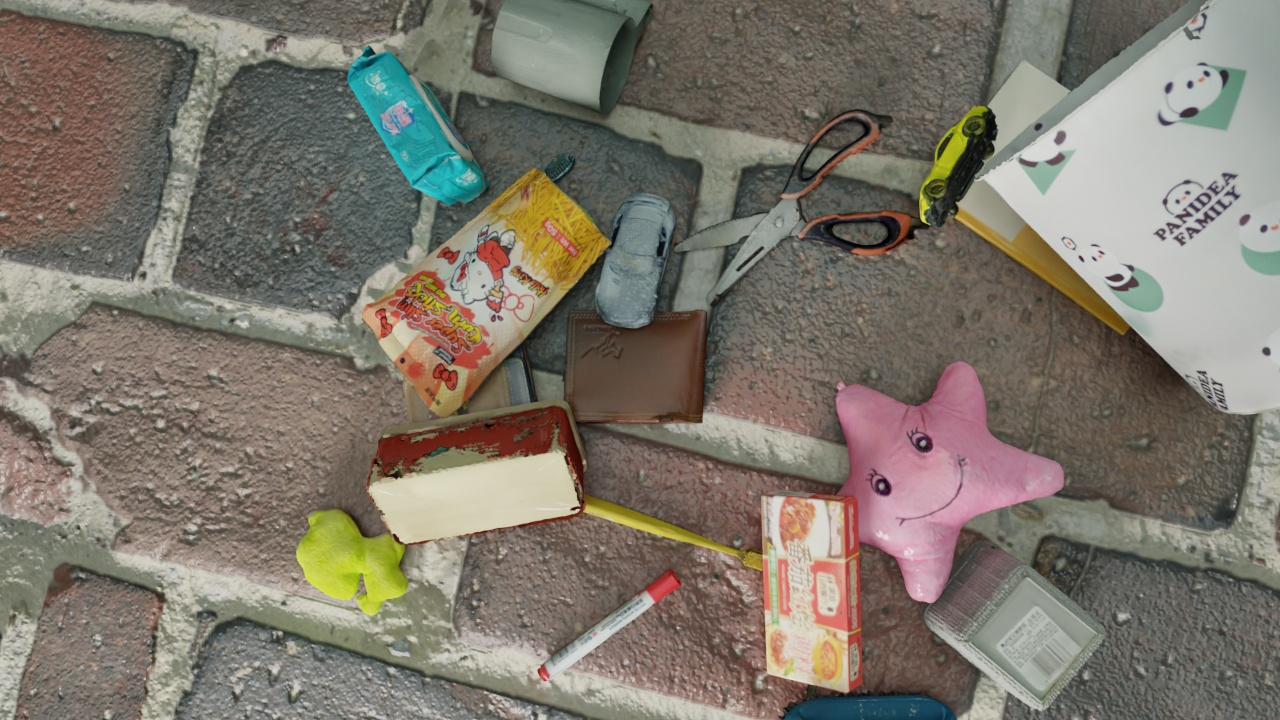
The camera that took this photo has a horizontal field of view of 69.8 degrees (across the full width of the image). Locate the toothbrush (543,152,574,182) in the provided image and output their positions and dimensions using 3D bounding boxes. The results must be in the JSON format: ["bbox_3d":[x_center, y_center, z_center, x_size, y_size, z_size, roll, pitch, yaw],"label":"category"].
[{"bbox_3d":[-0.133,-0.121,0.823,0.191,0.018,0.016,-41,68,1],"label":"toothbrush"}]

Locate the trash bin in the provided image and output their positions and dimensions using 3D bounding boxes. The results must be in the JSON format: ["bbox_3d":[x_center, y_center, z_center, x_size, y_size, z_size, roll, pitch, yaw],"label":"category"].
[{"bbox_3d":[0.417,-0.115,0.659,0.229,0.229,0.252,-40,88,2],"label":"trash bin"}]

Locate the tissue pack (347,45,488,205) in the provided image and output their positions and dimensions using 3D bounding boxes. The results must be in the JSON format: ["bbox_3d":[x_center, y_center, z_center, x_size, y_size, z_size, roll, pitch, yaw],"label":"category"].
[{"bbox_3d":[-0.192,-0.202,0.798,0.050,0.093,0.133,-33,84,7],"label":"tissue pack"}]

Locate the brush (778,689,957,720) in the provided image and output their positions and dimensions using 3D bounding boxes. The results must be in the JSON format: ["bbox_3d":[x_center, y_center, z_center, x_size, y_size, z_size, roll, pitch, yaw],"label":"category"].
[{"bbox_3d":[0.183,0.295,0.727,0.144,0.073,0.055,0,83,-3],"label":"brush"}]

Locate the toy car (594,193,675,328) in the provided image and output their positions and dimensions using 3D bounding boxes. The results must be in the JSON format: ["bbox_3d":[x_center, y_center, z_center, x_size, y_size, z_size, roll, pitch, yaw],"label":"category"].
[{"bbox_3d":[-0.004,-0.087,0.789,0.054,0.037,0.120,11,73,7],"label":"toy car"}]

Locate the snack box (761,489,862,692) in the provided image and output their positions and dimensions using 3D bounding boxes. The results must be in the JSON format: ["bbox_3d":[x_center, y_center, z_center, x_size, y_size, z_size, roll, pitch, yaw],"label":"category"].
[{"bbox_3d":[0.138,0.184,0.742,0.075,0.025,0.153,0,94,39],"label":"snack box"}]

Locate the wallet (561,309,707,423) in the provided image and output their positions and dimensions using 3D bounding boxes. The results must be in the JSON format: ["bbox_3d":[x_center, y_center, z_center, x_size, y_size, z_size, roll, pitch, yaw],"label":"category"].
[{"bbox_3d":[-0.005,0.005,0.795,0.124,0.032,0.101,0,83,5],"label":"wallet"}]

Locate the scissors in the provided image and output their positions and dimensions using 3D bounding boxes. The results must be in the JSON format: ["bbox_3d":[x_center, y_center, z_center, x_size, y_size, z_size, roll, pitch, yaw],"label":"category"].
[{"bbox_3d":[0.142,-0.130,0.796,0.226,0.015,0.189,9,87,6],"label":"scissors"}]

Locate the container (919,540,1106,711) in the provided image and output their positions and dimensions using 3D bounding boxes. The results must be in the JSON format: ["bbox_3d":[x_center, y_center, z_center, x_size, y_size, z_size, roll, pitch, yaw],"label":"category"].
[{"bbox_3d":[0.285,0.202,0.707,0.090,0.114,0.090,39,90,8],"label":"container"}]

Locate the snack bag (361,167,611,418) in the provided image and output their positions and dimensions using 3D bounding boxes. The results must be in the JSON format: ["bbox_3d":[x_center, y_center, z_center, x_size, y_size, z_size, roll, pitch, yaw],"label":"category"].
[{"bbox_3d":[-0.132,-0.064,0.786,0.208,0.073,0.128,-43,72,-1],"label":"snack bag"}]

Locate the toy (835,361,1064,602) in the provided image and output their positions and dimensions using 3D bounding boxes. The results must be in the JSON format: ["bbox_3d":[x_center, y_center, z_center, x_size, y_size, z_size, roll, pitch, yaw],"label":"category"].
[{"bbox_3d":[0.214,0.091,0.744,0.195,0.074,0.178,-44,72,11],"label":"toy"}]

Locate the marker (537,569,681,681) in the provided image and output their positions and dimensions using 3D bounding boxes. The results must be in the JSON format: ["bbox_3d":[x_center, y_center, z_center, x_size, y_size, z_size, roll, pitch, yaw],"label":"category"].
[{"bbox_3d":[-0.028,0.228,0.787,0.145,0.017,0.017,-37,83,2],"label":"marker"}]

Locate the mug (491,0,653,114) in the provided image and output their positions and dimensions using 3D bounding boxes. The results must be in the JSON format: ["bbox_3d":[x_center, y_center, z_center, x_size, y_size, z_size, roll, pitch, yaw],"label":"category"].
[{"bbox_3d":[-0.059,-0.285,0.804,0.103,0.084,0.123,20,61,8],"label":"mug"}]

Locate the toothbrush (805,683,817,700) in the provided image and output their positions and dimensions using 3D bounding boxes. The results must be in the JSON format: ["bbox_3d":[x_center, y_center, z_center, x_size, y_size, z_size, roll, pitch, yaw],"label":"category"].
[{"bbox_3d":[0.152,0.245,0.770,0.017,0.012,0.185,8,87,0],"label":"toothbrush"}]

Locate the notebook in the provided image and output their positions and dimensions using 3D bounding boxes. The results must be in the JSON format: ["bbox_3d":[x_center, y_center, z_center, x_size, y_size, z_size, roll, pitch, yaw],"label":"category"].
[{"bbox_3d":[0.365,-0.140,0.776,0.206,0.010,0.146,38,91,7],"label":"notebook"}]

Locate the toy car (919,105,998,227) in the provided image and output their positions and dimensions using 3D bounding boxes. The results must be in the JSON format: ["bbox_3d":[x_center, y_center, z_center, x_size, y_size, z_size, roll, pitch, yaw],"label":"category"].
[{"bbox_3d":[0.259,-0.161,0.761,0.032,0.048,0.105,29,90,35],"label":"toy car"}]

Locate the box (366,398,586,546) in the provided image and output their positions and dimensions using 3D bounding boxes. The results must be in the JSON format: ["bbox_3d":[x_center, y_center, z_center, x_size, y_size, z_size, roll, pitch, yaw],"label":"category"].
[{"bbox_3d":[-0.133,0.098,0.759,0.168,0.078,0.091,-11,128,5],"label":"box"}]

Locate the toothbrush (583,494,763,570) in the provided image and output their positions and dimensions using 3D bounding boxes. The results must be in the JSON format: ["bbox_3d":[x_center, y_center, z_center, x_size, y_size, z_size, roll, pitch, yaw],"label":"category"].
[{"bbox_3d":[0.021,0.145,0.788,0.190,0.016,0.015,17,87,7],"label":"toothbrush"}]

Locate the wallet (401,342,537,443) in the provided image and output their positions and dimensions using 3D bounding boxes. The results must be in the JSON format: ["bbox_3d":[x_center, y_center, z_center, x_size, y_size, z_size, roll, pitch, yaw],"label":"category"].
[{"bbox_3d":[-0.149,0.035,0.808,0.115,0.033,0.090,-12,85,8],"label":"wallet"}]

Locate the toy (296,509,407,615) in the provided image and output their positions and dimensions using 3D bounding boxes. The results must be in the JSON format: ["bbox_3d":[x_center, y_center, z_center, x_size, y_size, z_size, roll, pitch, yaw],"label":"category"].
[{"bbox_3d":[-0.256,0.178,0.808,0.100,0.031,0.096,-7,87,5],"label":"toy"}]
